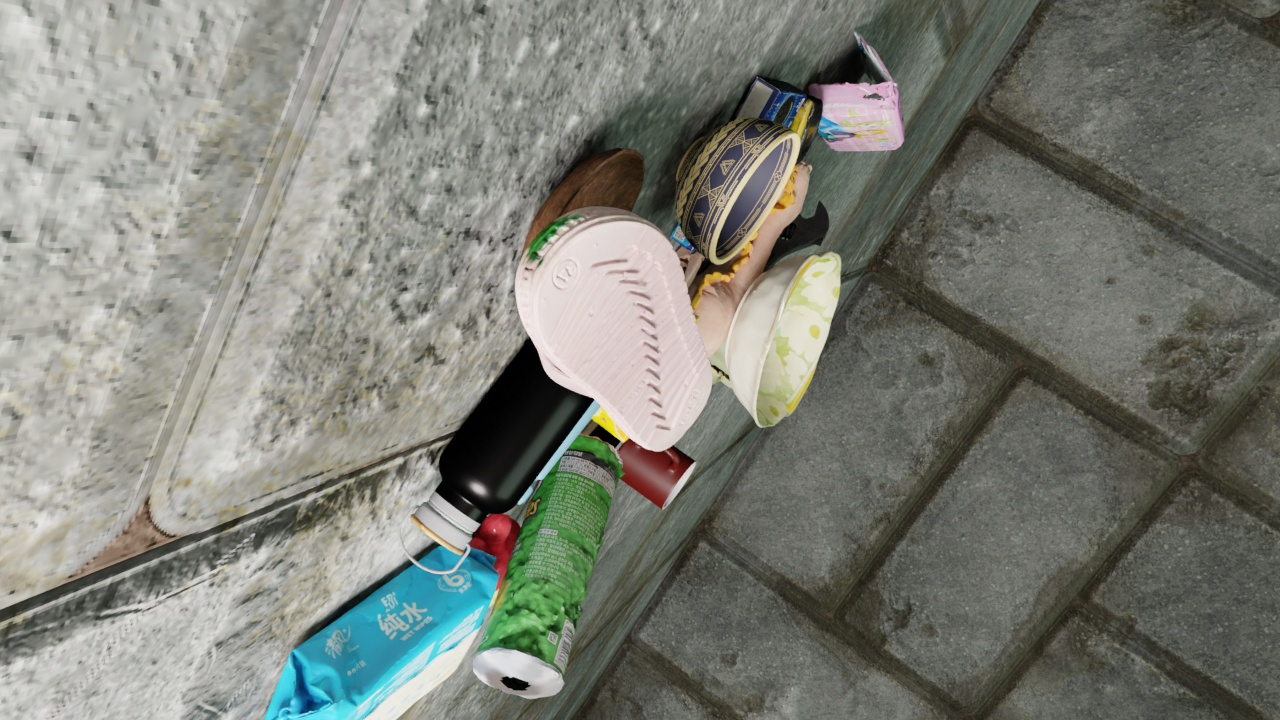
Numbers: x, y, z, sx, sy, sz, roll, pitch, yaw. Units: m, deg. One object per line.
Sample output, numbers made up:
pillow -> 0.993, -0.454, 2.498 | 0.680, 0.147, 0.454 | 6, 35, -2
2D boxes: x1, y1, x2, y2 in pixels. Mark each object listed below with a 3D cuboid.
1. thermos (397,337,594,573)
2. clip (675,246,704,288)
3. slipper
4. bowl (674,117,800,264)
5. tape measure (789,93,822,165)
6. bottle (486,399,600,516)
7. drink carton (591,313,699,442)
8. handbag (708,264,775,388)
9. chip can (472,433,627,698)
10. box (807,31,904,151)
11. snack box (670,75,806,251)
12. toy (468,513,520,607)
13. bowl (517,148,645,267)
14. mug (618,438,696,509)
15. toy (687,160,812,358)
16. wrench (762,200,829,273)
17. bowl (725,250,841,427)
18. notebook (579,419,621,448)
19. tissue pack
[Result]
thermos -> -0.080, 0.041, 0.620 | 0.231, 0.061, 0.061 | -53, 167, -9
clip -> 0.045, -0.081, 0.817 | 0.061, 0.043, 0.025 | -46, 167, -16
slipper -> -0.017, -0.020, 0.561 | 0.094, 0.064, 0.239 | -51, 150, -10
bowl -> 0.063, -0.136, 0.692 | 0.112, 0.061, 0.112 | -49, 164, -19
tape measure -> 0.140, -0.214, 0.842 | 0.067, 0.038, 0.063 | -37, 150, -63
bottle -> -0.083, 0.069, 0.726 | 0.129, 0.040, 0.040 | -51, 167, -17
drink carton -> -0.005, 0.005, 0.809 | 0.042, 0.058, 0.135 | -35, 157, -52
handbag -> 0.126, -0.035, 1.076 | 0.185, 0.113, 0.117 | -45, 170, -40
chip can -> -0.071, 0.165, 0.760 | 0.076, 0.075, 0.222 | 111, -3, -45
box -> 0.231, -0.283, 0.959 | 0.230, 0.085, 0.096 | -11, 103, -72
snack box -> 0.083, -0.164, 0.775 | 0.150, 0.027, 0.082 | -62, 165, 26
toy -> -0.134, 0.175, 0.795 | 0.091, 0.045, 0.135 | -51, 165, -35
bowl -> -0.041, -0.079, 0.537 | 0.114, 0.026, 0.101 | -58, 166, 15
mug -> 0.017, 0.124, 1.133 | 0.073, 0.082, 0.106 | -49, 166, -27
toy -> 0.099, -0.101, 0.914 | 0.264, 0.065, 0.196 | -56, 171, -5
wrench -> 0.116, -0.086, 1.007 | 0.272, 0.073, 0.018 | -48, 165, -18
bowl -> 0.137, -0.029, 0.928 | 0.188, 0.060, 0.219 | -54, 153, -24
notebook -> -0.032, 0.072, 0.958 | 0.208, 0.008, 0.142 | -48, 166, -48
tissue pack -> -0.190, 0.220, 0.659 | 0.208, 0.066, 0.117 | -33, 155, -58
